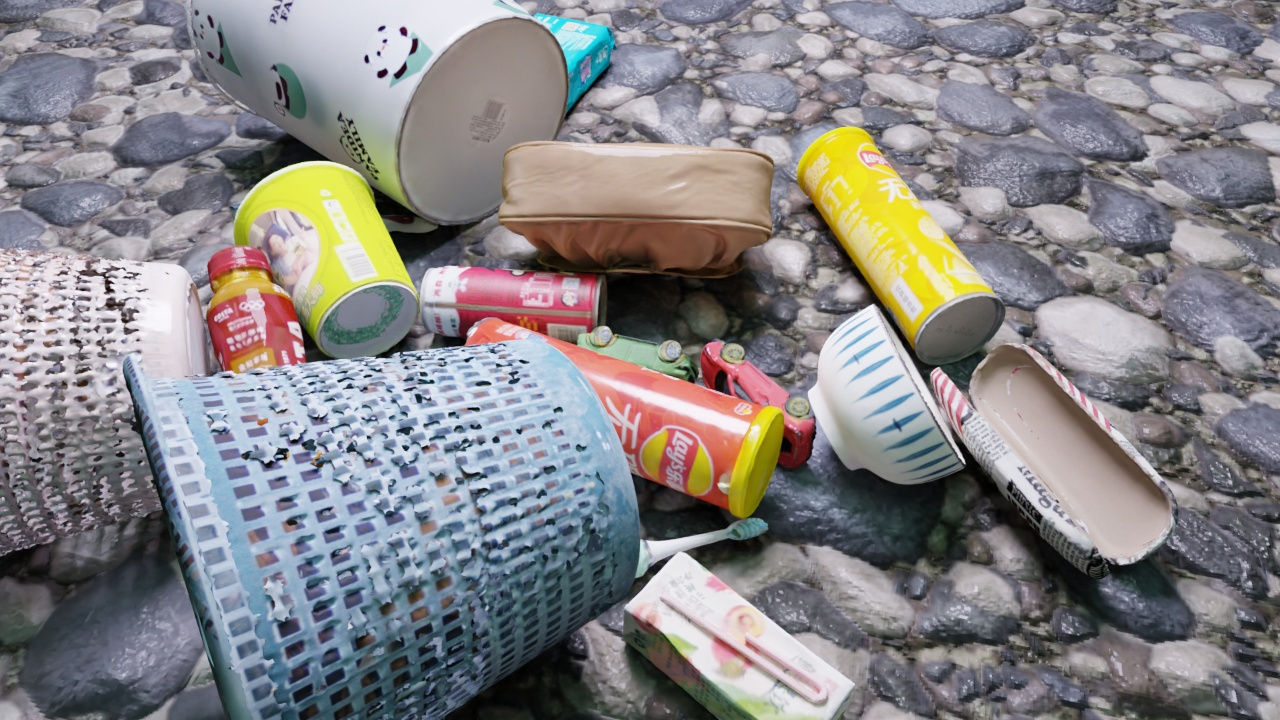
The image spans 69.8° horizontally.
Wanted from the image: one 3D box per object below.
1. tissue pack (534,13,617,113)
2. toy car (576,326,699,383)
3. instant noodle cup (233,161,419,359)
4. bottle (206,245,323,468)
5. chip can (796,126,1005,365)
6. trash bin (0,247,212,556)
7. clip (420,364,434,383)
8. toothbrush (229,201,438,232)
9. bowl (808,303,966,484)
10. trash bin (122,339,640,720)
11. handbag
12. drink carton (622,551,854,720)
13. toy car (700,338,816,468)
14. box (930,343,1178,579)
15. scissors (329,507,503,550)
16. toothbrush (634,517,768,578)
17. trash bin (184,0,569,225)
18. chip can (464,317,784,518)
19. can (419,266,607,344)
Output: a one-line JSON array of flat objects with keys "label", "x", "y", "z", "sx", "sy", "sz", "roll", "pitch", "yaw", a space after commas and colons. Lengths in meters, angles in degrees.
[{"label": "tissue pack", "x": -0.092, "y": -0.300, "z": 0.925, "sx": 0.093, "sy": 0.050, "sz": 0.133, "roll": 17, "pitch": 50, "yaw": 19}, {"label": "toy car", "x": -0.004, "y": 0.004, "z": 0.650, "sx": 0.091, "sy": 0.043, "sz": 0.036, "roll": 8, "pitch": 64, "yaw": 20}, {"label": "instant noodle cup", "x": -0.228, "y": -0.067, "z": 0.689, "sx": 0.111, "sy": 0.112, "sz": 0.123, "roll": -27, "pitch": 61, "yaw": -21}, {"label": "bottle", "x": -0.252, "y": 0.004, "z": 0.616, "sx": 0.057, "sy": 0.058, "sz": 0.174, "roll": -19, "pitch": 69, "yaw": -14}, {"label": "chip can", "x": 0.195, "y": -0.095, "z": 0.713, "sx": 0.072, "sy": 0.072, "sz": 0.213, "roll": -13, "pitch": 48, "yaw": -10}, {"label": "trash bin", "x": -0.368, "y": 0.021, "z": 0.552, "sx": 0.192, "sy": 0.228, "sz": 0.227, "roll": -6, "pitch": 47, "yaw": -20}, {"label": "clip", "x": -0.140, "y": 0.018, "z": 0.663, "sx": 0.056, "sy": 0.014, "sz": 0.039, "roll": 20, "pitch": 51, "yaw": 19}, {"label": "toothbrush", "x": -0.266, "y": -0.125, "z": 0.794, "sx": 0.188, "sy": 0.017, "sz": 0.016, "roll": 4, "pitch": 49, "yaw": 7}, {"label": "bowl", "x": 0.150, "y": 0.029, "z": 0.586, "sx": 0.066, "sy": 0.116, "sz": 0.116, "roll": -30, "pitch": 46, "yaw": 17}, {"label": "trash bin", "x": -0.116, "y": 0.084, "z": 0.450, "sx": 0.194, "sy": 0.227, "sz": 0.226, "roll": -16, "pitch": 48, "yaw": -28}, {"label": "handbag", "x": -0.003, "y": -0.111, "z": 0.702, "sx": 0.204, "sy": 0.147, "sz": 0.099, "roll": 3, "pitch": 87, "yaw": 6}, {"label": "drink carton", "x": 0.051, "y": 0.163, "z": 0.501, "sx": 0.122, "sy": 0.046, "sz": 0.053, "roll": 33, "pitch": 56, "yaw": 27}, {"label": "toy car", "x": 0.075, "y": 0.028, "z": 0.622, "sx": 0.031, "sy": 0.049, "sz": 0.106, "roll": -29, "pitch": 54, "yaw": -24}, {"label": "box", "x": 0.242, "y": 0.060, "z": 0.570, "sx": 0.087, "sy": 0.076, "sz": 0.162, "roll": -2, "pitch": 46, "yaw": -33}, {"label": "scissors", "x": -0.126, "y": 0.107, "z": 0.583, "sx": 0.174, "sy": 0.012, "sz": 0.108, "roll": -16, "pitch": 49, "yaw": -10}, {"label": "toothbrush", "x": -0.031, "y": 0.125, "z": 0.552, "sx": 0.224, "sy": 0.027, "sz": 0.026, "roll": -12, "pitch": 90, "yaw": -9}, {"label": "trash bin", "x": -0.213, "y": -0.255, "z": 0.786, "sx": 0.252, "sy": 0.230, "sz": 0.229, "roll": 38, "pitch": 59, "yaw": 23}, {"label": "chip can", "x": -0.018, "y": 0.033, "z": 0.599, "sx": 0.217, "sy": 0.073, "sz": 0.073, "roll": 18, "pitch": 51, "yaw": 23}, {"label": "can", "x": -0.094, "y": -0.041, "z": 0.688, "sx": 0.133, "sy": 0.053, "sz": 0.053, "roll": 4, "pitch": 48, "yaw": 5}]
